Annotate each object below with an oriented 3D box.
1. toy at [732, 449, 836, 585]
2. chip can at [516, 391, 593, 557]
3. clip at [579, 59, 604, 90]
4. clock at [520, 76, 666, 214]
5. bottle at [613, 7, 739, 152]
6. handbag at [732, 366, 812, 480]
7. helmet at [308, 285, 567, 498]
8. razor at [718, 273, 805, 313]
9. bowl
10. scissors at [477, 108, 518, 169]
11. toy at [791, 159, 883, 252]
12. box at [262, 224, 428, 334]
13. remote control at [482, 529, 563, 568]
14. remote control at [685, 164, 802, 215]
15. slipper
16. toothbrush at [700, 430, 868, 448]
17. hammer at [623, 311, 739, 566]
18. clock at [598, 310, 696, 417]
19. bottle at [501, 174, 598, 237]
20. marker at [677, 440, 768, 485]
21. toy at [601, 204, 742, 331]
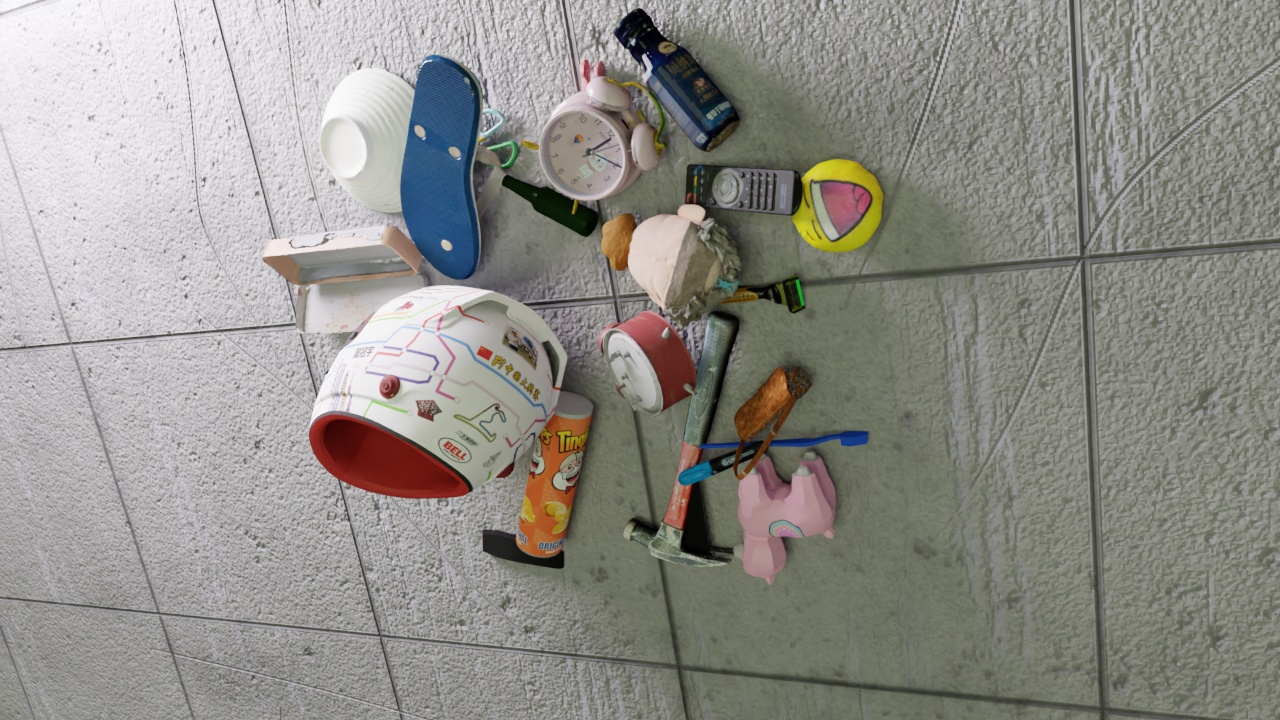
[{"bbox_3d":[0.162,0.182,1.052,0.123,0.067,0.158,0,111,22],"label":"toy"},{"bbox_3d":[-0.110,0.146,1.162,0.062,0.062,0.211,21,114,17],"label":"chip can"},{"bbox_3d":[-0.059,-0.303,1.013,0.039,0.022,0.059,5,111,18],"label":"clip"},{"bbox_3d":[-0.040,-0.238,0.993,0.158,0.058,0.117,-28,106,31],"label":"clock"},{"bbox_3d":[0.036,-0.292,0.954,0.056,0.056,0.161,-40,88,29],"label":"bottle"},{"bbox_3d":[0.121,0.069,0.958,0.043,0.195,0.094,43,121,-1],"label":"handbag"},{"bbox_3d":[-0.236,0.029,1.085,0.315,0.235,0.231,-13,135,46],"label":"helmet"},{"bbox_3d":[0.108,-0.071,1.015,0.144,0.021,0.044,-3,128,25],"label":"razor"},{"bbox_3d":[-0.339,-0.263,1.120,0.177,0.070,0.177,9,112,24],"label":"bowl"},{"bbox_3d":[-0.206,-0.261,1.097,0.132,0.013,0.078,-4,110,27],"label":"scissors"},{"bbox_3d":[0.200,-0.157,0.935,0.094,0.041,0.095,-18,92,25],"label":"toy"},{"bbox_3d":[-0.384,-0.098,1.190,0.217,0.094,0.121,-3,147,25],"label":"box"},{"bbox_3d":[-0.162,0.259,1.253,0.125,0.010,0.039,9,111,20],"label":"remote control"},{"bbox_3d":[0.105,-0.180,0.964,0.141,0.021,0.045,14,107,39],"label":"remote control"},{"bbox_3d":[-0.221,-0.225,1.076,0.118,0.060,0.296,25,135,9],"label":"slipper"},{"bbox_3d":[0.160,0.093,1.031,0.187,0.016,0.011,-5,113,12],"label":"toothbrush"},{"bbox_3d":[0.072,0.100,1.080,0.140,0.036,0.327,20,114,19],"label":"hammer"},{"bbox_3d":[-0.006,0.006,1.042,0.157,0.061,0.110,4,120,62],"label":"clock"},{"bbox_3d":[-0.108,-0.184,1.068,0.123,0.033,0.033,29,116,14],"label":"bottle"},{"bbox_3d":[0.093,0.118,1.046,0.123,0.015,0.018,-27,97,31],"label":"marker"},{"bbox_3d":[0.032,-0.110,1.003,0.176,0.076,0.133,28,107,26],"label":"toy"}]
